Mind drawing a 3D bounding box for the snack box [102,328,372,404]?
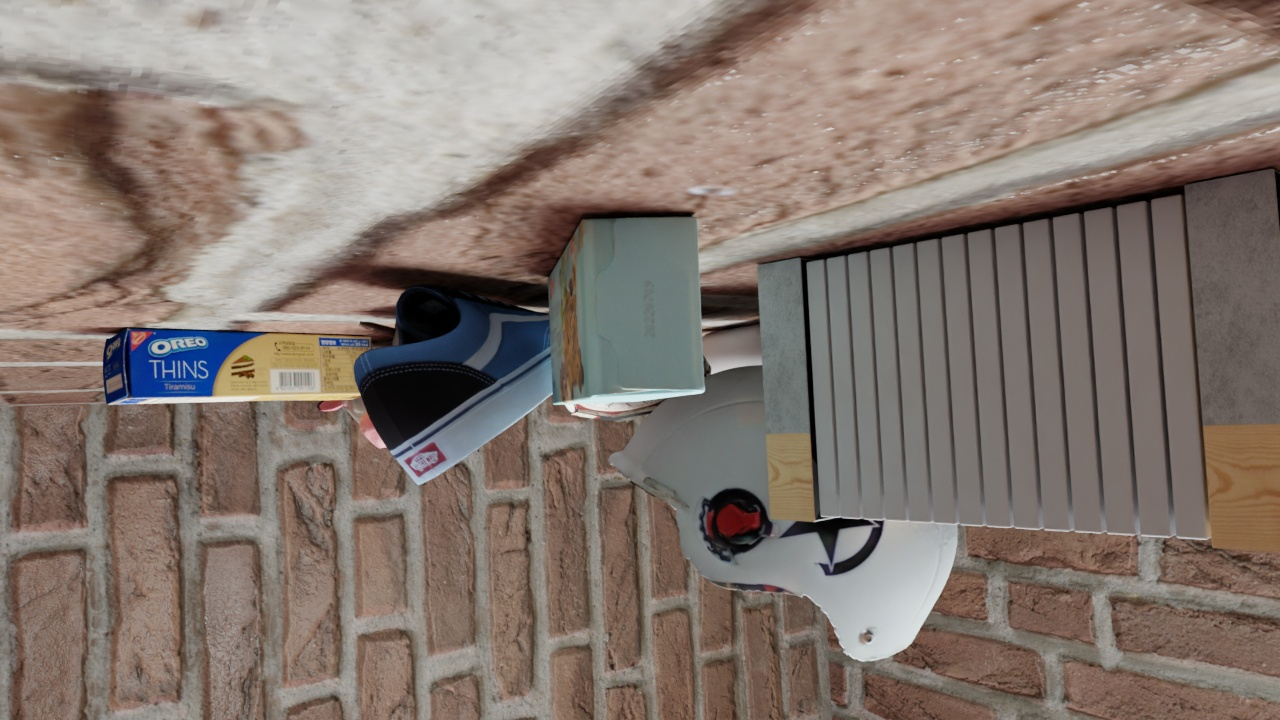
[{"bbox_3d":[-0.328,0.005,0.768,0.056,0.057,0.206,-10,172,43],"label":"snack box"}]

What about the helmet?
[{"bbox_3d":[0.120,0.090,0.706,0.264,0.163,0.236,31,-178,12],"label":"helmet"}]

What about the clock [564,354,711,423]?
[{"bbox_3d":[-0.005,0.005,0.773,0.115,0.065,0.154,-20,153,23],"label":"clock"}]

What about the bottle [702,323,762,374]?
[{"bbox_3d":[0.127,-0.011,0.860,0.052,0.052,0.196,-1,176,-31],"label":"bottle"}]

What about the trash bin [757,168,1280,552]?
[{"bbox_3d":[0.204,0.009,0.475,0.142,0.142,0.248,0,176,-44],"label":"trash bin"}]

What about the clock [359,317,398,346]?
[{"bbox_3d":[-0.126,-0.008,0.689,0.104,0.056,0.147,-4,174,33],"label":"clock"}]

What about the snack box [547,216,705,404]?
[{"bbox_3d":[-0.014,-0.017,0.452,0.053,0.075,0.175,-1,177,-12],"label":"snack box"}]

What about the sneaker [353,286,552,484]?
[{"bbox_3d":[-0.089,-0.018,0.572,0.084,0.098,0.240,-30,-175,26],"label":"sneaker"}]

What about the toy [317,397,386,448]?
[{"bbox_3d":[-0.211,0.036,0.878,0.141,0.084,0.213,-36,-152,-32],"label":"toy"}]
